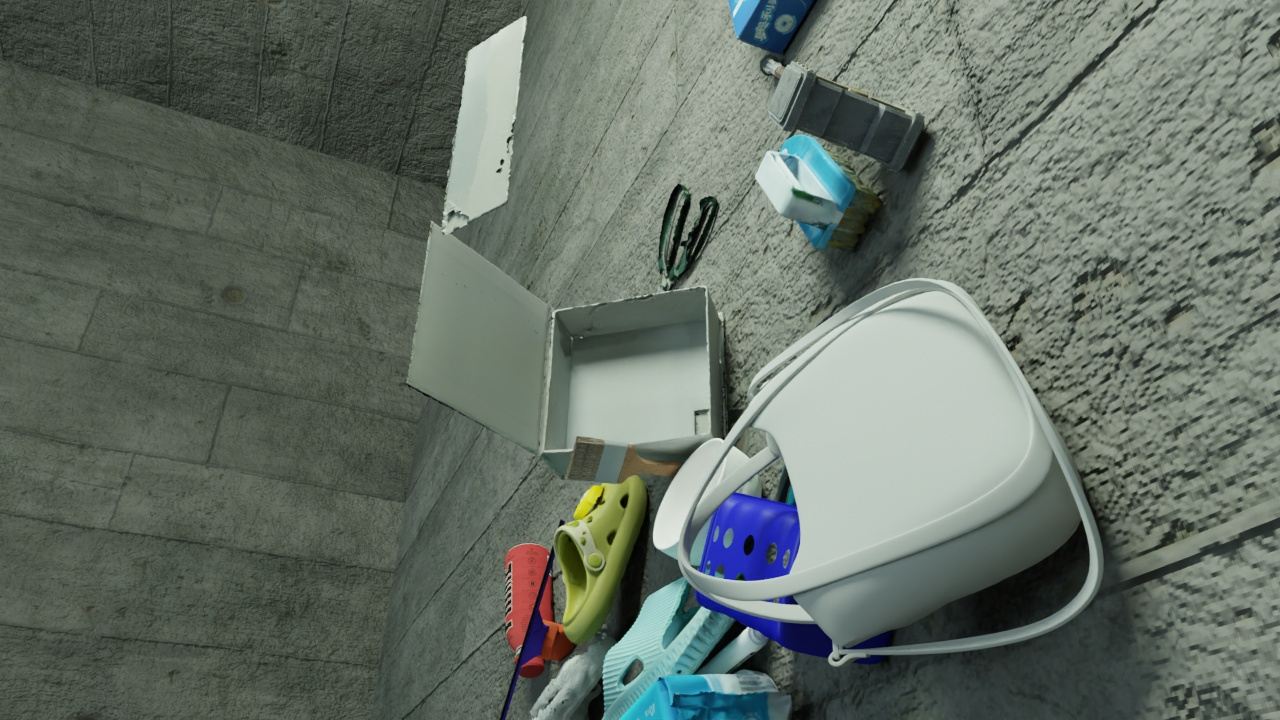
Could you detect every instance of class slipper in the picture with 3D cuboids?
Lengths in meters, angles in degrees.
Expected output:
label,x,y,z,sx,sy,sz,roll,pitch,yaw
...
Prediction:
label,x,y,z,sx,sy,sz,roll,pitch,yaw
slipper,0.008,0.250,0.758,0.115,0.069,0.277,-40,-18,-47
slipper,-0.055,0.200,0.965,0.092,0.081,0.190,-52,16,55
slipper,-0.088,0.384,0.976,0.247,0.074,0.112,-61,6,23

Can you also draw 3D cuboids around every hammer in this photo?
label,x,y,z,sx,sy,sz,roll,pitch,yaw
hammer,0.138,-0.232,0.781,0.321,0.098,0.044,-99,28,-65

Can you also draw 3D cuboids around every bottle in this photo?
label,x,y,z,sx,sy,sz,roll,pitch,yaw
bottle,-0.144,0.324,1.190,0.176,0.062,0.062,-99,30,-48

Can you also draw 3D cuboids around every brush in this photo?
label,x,y,z,sx,sy,sz,roll,pitch,yaw
brush,0.010,0.092,0.799,0.008,0.143,0.045,-103,24,-55
brush,0.129,-0.144,0.731,0.135,0.075,0.055,-106,36,-54

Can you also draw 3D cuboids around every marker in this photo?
label,x,y,z,sx,sy,sz,roll,pitch,yaw
marker,0.069,0.227,0.698,0.134,0.020,0.017,115,144,-53

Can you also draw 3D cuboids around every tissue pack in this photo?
label,x,y,z,sx,sy,sz,roll,pitch,yaw
tissue pack,0.035,0.270,0.643,0.145,0.092,0.061,122,147,-42

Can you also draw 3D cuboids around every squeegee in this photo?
label,x,y,z,sx,sy,sz,roll,pitch,yaw
squeegee,-0.102,0.315,1.035,0.185,0.055,0.249,85,-159,-74

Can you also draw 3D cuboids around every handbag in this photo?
label,x,y,z,sx,sy,sz,roll,pitch,yaw
handbag,0.109,0.070,0.499,0.223,0.095,0.215,-33,38,20

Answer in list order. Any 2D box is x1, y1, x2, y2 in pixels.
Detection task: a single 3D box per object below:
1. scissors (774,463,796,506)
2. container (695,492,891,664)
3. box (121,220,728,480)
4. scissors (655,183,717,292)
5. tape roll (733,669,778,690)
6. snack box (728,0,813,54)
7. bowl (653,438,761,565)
label,x,y,z,sx,sy,sz,roll,pitch,yaw
scissors,0.129,0.056,0.675,0.129,0.019,0.138,120,163,-53
container,0.102,0.140,0.601,0.114,0.084,0.085,178,107,-69
box,-0.165,-0.012,0.816,0.149,0.505,0.166,124,152,-54
scissors,0.031,-0.119,1.076,0.210,0.015,0.154,-64,26,27
tape roll,0.079,0.277,0.677,0.093,0.013,0.093,-167,91,-70
snack box,0.159,-0.453,0.890,0.240,0.056,0.195,124,152,-43
bowl,0.060,0.121,0.753,0.105,0.054,0.104,-55,12,17
